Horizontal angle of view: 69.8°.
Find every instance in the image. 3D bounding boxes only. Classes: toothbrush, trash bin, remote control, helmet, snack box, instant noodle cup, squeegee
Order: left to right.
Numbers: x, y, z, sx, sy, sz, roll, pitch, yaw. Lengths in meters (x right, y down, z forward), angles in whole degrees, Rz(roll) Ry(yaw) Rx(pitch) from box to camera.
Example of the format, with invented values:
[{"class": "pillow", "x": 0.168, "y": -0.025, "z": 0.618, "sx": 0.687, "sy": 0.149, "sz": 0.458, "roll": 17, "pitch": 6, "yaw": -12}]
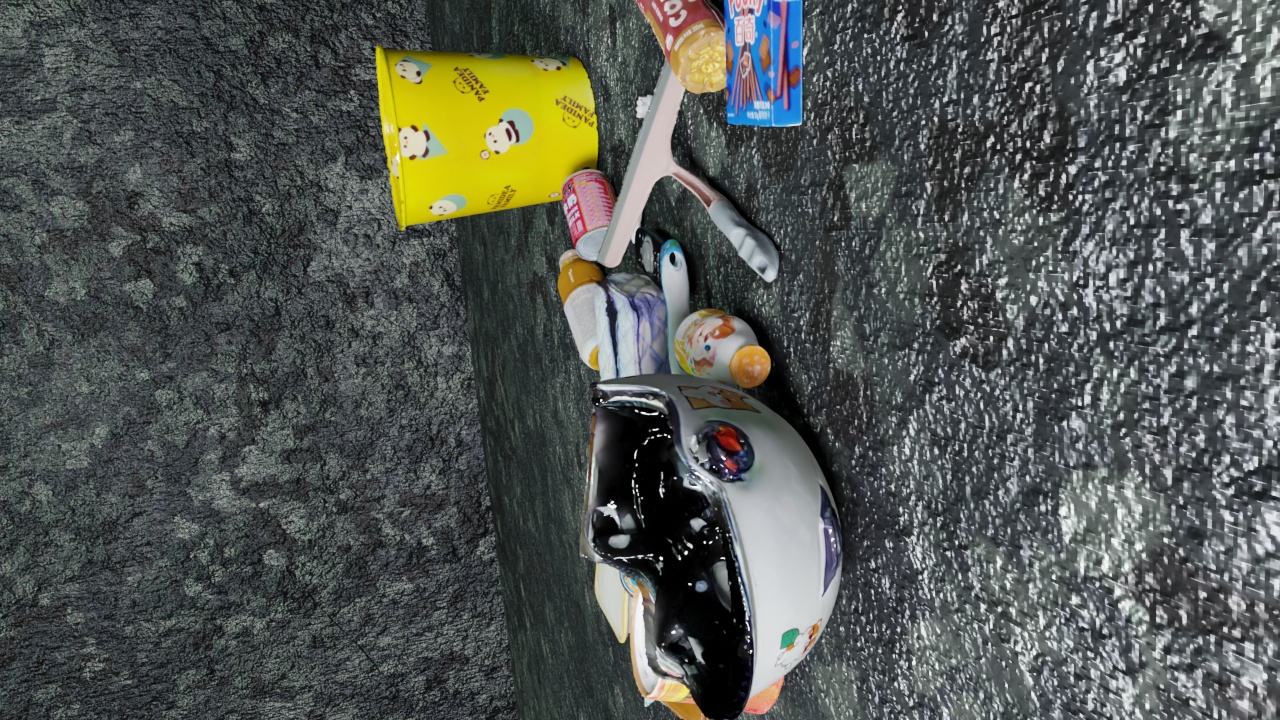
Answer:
[{"class": "trash bin", "x": -0.202, "y": -0.298, "z": 1.205, "sx": 0.230, "sy": 0.255, "sz": 0.229, "roll": 171, "pitch": 91, "yaw": -74}, {"class": "toothbrush", "x": -0.002, "y": -0.204, "z": 1.003, "sx": 0.016, "sy": 0.016, "sz": 0.180, "roll": -113, "pitch": 21, "yaw": -46}, {"class": "remote control", "x": 0.023, "y": -0.103, "z": 0.957, "sx": 0.136, "sy": 0.024, "sz": 0.053, "roll": -126, "pitch": 30, "yaw": -60}, {"class": "instant noodle cup", "x": 0.056, "y": 0.248, "z": 0.832, "sx": 0.138, "sy": 0.108, "sz": 0.138, "roll": -176, "pitch": 91, "yaw": -74}, {"class": "squeegee", "x": 0.061, "y": -0.133, "z": 0.793, "sx": 0.249, "sy": 0.040, "sz": 0.248, "roll": 54, "pitch": 131, "yaw": 46}, {"class": "helmet", "x": 0.064, "y": 0.122, "z": 0.706, "sx": 0.274, "sy": 0.156, "sz": 0.230, "roll": 45, "pitch": 141, "yaw": 46}, {"class": "snack box", "x": 0.088, "y": -0.251, "z": 0.664, "sx": 0.084, "sy": 0.026, "sz": 0.157, "roll": -139, "pitch": 43, "yaw": -66}]

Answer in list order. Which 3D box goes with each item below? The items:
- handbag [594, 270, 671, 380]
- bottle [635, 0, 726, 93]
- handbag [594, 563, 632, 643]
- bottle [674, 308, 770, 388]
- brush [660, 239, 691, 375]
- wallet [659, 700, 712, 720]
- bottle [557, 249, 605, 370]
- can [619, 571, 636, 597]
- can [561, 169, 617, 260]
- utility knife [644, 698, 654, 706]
[{"class": "handbag", "x": -0.006, "y": 0.006, "z": 1.019, "sx": 0.134, "sy": 0.075, "sz": 0.194, "roll": -140, "pitch": 45, "yaw": -66}, {"class": "bottle", "x": 0.032, "y": -0.298, "z": 0.773, "sx": 0.058, "sy": 0.057, "sz": 0.174, "roll": 102, "pitch": 154, "yaw": -50}, {"class": "handbag", "x": -0.015, "y": 0.258, "z": 1.203, "sx": 0.163, "sy": 0.063, "sz": 0.179, "roll": -147, "pitch": 56, "yaw": -70}, {"class": "bottle", "x": 0.071, "y": -0.007, "z": 0.777, "sx": 0.108, "sy": 0.063, "sz": 0.063, "roll": -145, "pitch": 48, "yaw": -67}, {"class": "brush", "x": 0.039, "y": 0.046, "z": 0.902, "sx": 0.110, "sy": 0.060, "sz": 0.314, "roll": 152, "pitch": 110, "yaw": -70}, {"class": "wallet", "x": 0.044, "y": 0.353, "z": 1.036, "sx": 0.131, "sy": 0.035, "sz": 0.119, "roll": 14, "pitch": 101, "yaw": 61}, {"class": "bottle", "x": -0.065, "y": -0.071, "z": 1.190, "sx": 0.068, "sy": 0.068, "sz": 0.189, "roll": 99, "pitch": 156, "yaw": -46}, {"class": "can", "x": 0.021, "y": 0.231, "z": 1.039, "sx": 0.111, "sy": 0.075, "sz": 0.075, "roll": 118, "pitch": 140, "yaw": -64}, {"class": "can", "x": -0.057, "y": -0.177, "z": 1.113, "sx": 0.067, "sy": 0.066, "sz": 0.093, "roll": 110, "pitch": 147, "yaw": -58}, {"class": "utility knife", "x": 0.014, "y": 0.304, "z": 1.118, "sx": 0.018, "sy": 0.034, "sz": 0.238, "roll": 4, "pitch": 94, "yaw": 59}]
